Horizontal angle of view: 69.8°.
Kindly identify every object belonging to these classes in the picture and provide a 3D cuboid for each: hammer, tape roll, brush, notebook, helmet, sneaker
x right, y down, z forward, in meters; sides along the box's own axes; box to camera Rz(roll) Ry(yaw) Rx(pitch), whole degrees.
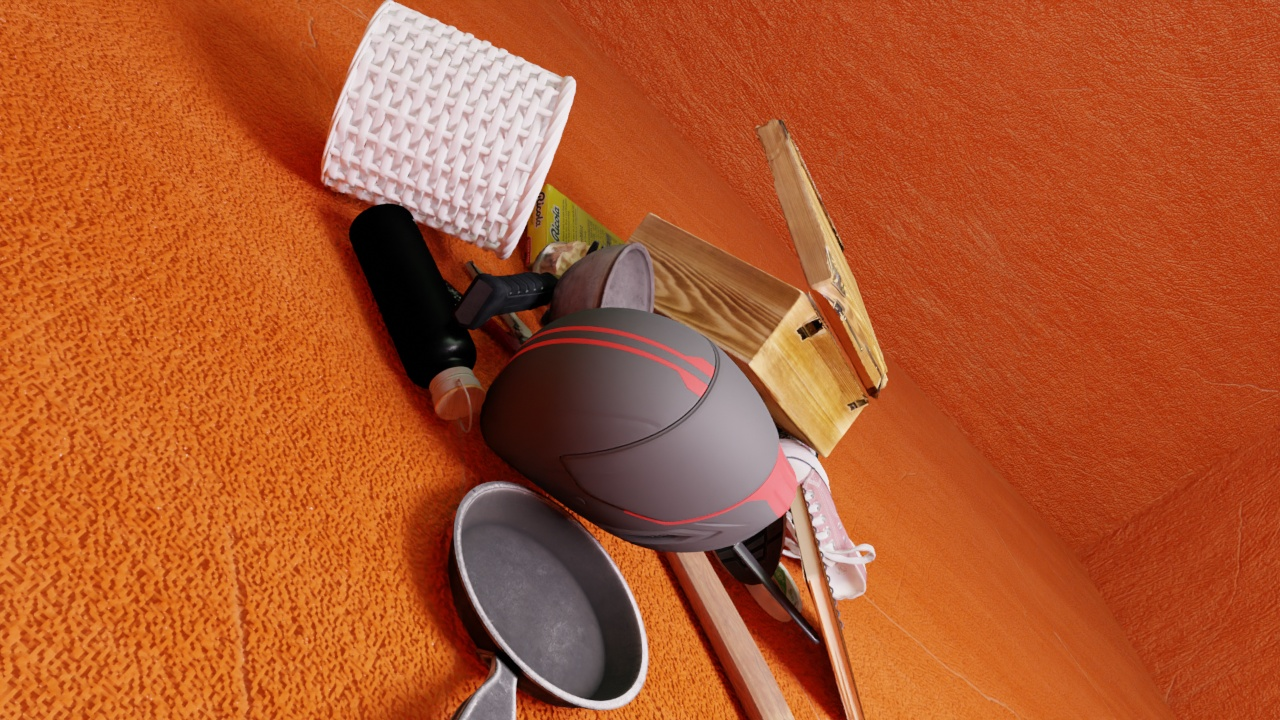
[{"bbox_3d":[0.060,0.222,0.862,0.157,0.037,0.300,22,32,-53],"label":"hammer"},{"bbox_3d":[0.144,0.248,1.027,0.094,0.018,0.093,42,19,-19],"label":"tape roll"},{"bbox_3d":[-0.027,-0.076,1.167,0.057,0.083,0.271,14,-9,44],"label":"brush"},{"bbox_3d":[0.194,0.259,0.960,0.167,0.024,0.226,-89,162,-63],"label":"notebook"},{"bbox_3d":[-0.011,0.042,0.738,0.163,0.265,0.170,-61,147,-38],"label":"helmet"},{"bbox_3d":[-0.100,-0.069,0.895,0.025,0.118,0.332,38,11,5],"label":"hammer"},{"bbox_3d":[0.209,0.207,1.110,0.241,0.118,0.087,58,17,-19],"label":"sneaker"},{"bbox_3d":[0.109,0.142,1.044,0.124,0.089,0.239,69,9,-66],"label":"sneaker"}]

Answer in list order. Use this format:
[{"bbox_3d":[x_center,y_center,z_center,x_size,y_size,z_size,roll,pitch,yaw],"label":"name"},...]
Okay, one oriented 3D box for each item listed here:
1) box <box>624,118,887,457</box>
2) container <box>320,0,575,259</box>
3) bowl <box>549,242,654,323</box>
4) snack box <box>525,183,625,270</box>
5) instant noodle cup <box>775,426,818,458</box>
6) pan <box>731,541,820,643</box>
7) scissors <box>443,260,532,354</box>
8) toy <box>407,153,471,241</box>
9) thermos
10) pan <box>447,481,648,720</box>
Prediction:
[{"bbox_3d":[0.177,-0.077,1.050,0.269,0.263,0.279,36,-6,37],"label":"box"},{"bbox_3d":[-0.183,-0.218,0.883,0.186,0.190,0.189,21,26,-13],"label":"container"},{"bbox_3d":[-0.042,-0.046,0.889,0.067,0.145,0.144,10,9,19],"label":"bowl"},{"bbox_3d":[-0.077,-0.137,1.213,0.180,0.045,0.121,31,45,-43],"label":"snack box"},{"bbox_3d":[0.175,0.114,1.201,0.137,0.138,0.112,42,30,-18],"label":"instant noodle cup"},{"bbox_3d":[0.058,0.136,0.907,0.356,0.021,0.198,49,24,8],"label":"pan"},{"bbox_3d":[-0.141,-0.036,0.962,0.194,0.015,0.179,29,27,-46],"label":"scissors"},{"bbox_3d":[-0.190,-0.192,1.048,0.159,0.084,0.193,55,26,12],"label":"toy"},{"bbox_3d":[-0.187,-0.035,0.787,0.061,0.061,0.231,20,34,-54],"label":"thermos"},{"bbox_3d":[-0.081,0.190,0.587,0.187,0.055,0.356,47,19,-3],"label":"pan"}]
